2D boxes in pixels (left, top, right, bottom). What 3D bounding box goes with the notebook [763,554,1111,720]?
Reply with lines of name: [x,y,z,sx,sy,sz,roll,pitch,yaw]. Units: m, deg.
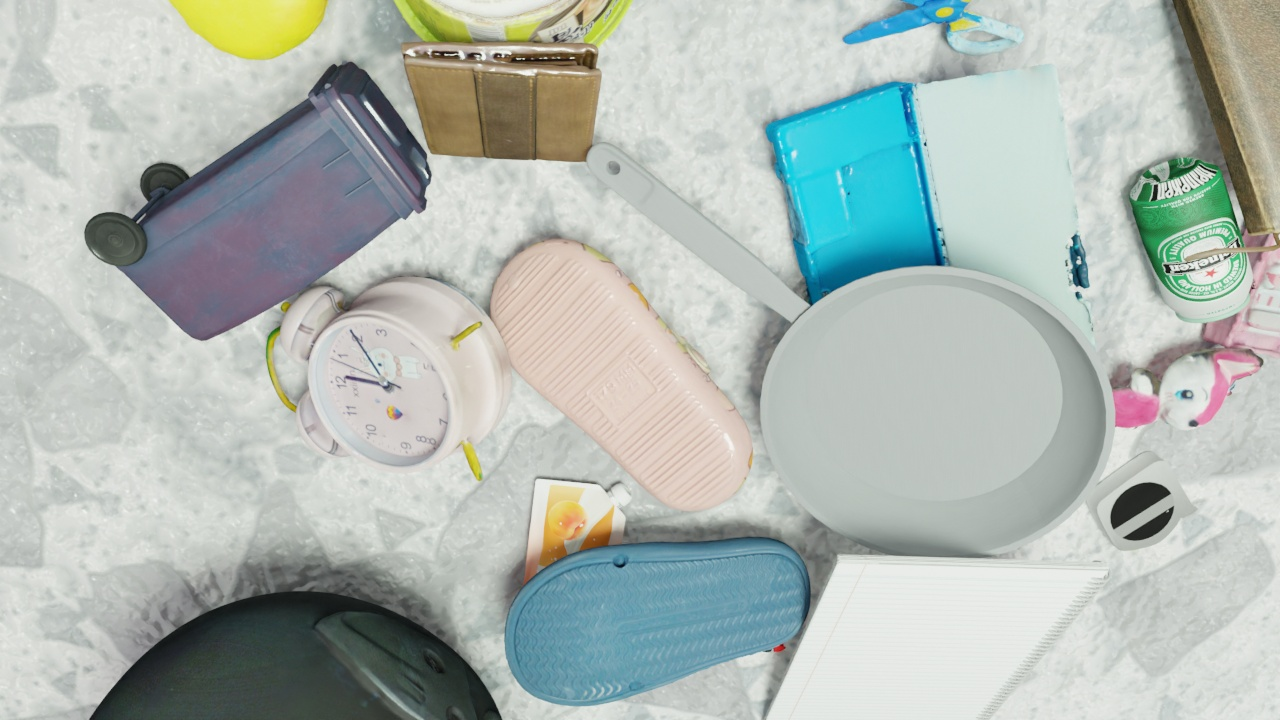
notebook: [0.196,0.210,0.651,0.178,0.013,0.246,3,135,-5]

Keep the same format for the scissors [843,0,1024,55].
scissors: [0.178,-0.201,0.525,0.126,0.127,0.015,-7,71,35]

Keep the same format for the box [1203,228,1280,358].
box: [0.494,-0.104,0.600,0.179,0.039,0.233,10,108,-4]

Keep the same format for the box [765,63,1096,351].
box: [0.188,-0.052,0.579,0.170,0.071,0.244,-9,113,24]

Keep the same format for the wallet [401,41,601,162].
wallet: [-0.073,-0.139,0.503,0.098,0.121,0.027,1,82,-5]

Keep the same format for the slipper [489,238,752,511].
slipper: [-0.003,0.003,0.573,0.197,0.081,0.093,45,113,7]

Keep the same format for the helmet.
helmet: [-0.188,0.282,0.578,0.316,0.235,0.249,35,104,-17]

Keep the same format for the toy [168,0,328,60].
toy: [-0.216,-0.214,0.500,0.094,0.041,0.095,-9,111,4]

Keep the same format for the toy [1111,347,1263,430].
toy: [0.367,0.029,0.629,0.102,0.050,0.065,-15,144,11]

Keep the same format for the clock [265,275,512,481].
clock: [-0.160,0.010,0.562,0.158,0.058,0.117,7,114,18]

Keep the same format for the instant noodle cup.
instant noodle cup: [-0.069,-0.224,0.467,0.146,0.097,0.146,0,100,-2]

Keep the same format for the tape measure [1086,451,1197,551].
tape measure: [0.369,0.107,0.678,0.065,0.016,0.064,-36,108,8]

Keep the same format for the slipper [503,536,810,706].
slipper: [0.011,0.167,0.630,0.213,0.059,0.104,-11,96,-8]

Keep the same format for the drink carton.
drink carton: [-0.047,0.142,0.650,0.069,0.039,0.122,6,103,-6]

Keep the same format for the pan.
pan: [0.114,-0.016,0.552,0.356,0.050,0.201,40,122,-3]

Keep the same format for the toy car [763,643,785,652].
toy car: [0.069,0.187,0.677,0.089,0.025,0.038,15,101,-13]

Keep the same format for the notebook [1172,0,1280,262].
notebook: [0.379,-0.186,0.532,0.190,0.034,0.215,-22,94,7]

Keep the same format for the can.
can: [0.354,-0.078,0.590,0.053,0.053,0.101,-28,109,5]

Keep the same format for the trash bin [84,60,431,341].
trash bin: [-0.206,-0.093,0.518,0.161,0.093,0.092,-30,119,8]
